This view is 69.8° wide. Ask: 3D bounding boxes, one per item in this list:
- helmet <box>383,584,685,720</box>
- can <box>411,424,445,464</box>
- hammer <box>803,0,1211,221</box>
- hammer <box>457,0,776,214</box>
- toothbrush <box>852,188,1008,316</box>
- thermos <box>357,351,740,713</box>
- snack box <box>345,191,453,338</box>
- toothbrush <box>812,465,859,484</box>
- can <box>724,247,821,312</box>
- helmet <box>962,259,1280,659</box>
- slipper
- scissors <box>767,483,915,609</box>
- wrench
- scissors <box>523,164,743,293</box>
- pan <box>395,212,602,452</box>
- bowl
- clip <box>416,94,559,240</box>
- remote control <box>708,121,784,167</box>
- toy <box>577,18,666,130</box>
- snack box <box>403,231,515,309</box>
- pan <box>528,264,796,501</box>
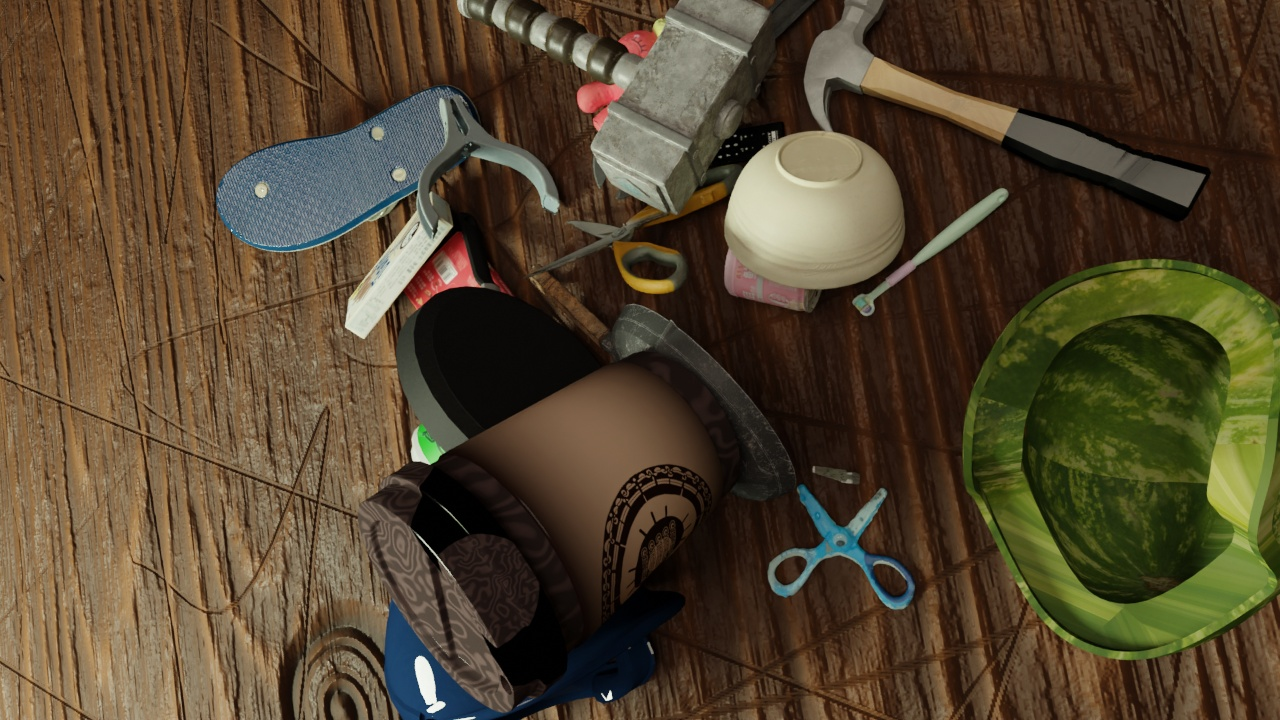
[{"bbox_3d":[-0.091,0.222,0.768,0.273,0.231,0.223,-15,93,42],"label":"helmet"},{"bbox_3d":[-0.147,0.062,0.881,0.140,0.087,0.088,-41,75,14],"label":"can"},{"bbox_3d":[0.291,-0.198,0.759,0.328,0.039,0.131,28,98,19],"label":"hammer"},{"bbox_3d":[-0.057,-0.275,0.805,0.326,0.079,0.177,31,87,16],"label":"hammer"},{"bbox_3d":[0.246,-0.093,0.781,0.155,0.015,0.022,-40,109,15],"label":"toothbrush"},{"bbox_3d":[-0.052,0.102,0.636,0.173,0.225,0.173,33,142,31],"label":"thermos"},{"bbox_3d":[-0.246,-0.098,0.932,0.026,0.082,0.150,35,103,-26],"label":"snack box"},{"bbox_3d":[0.151,0.089,0.719,0.010,0.181,0.010,-1,81,23],"label":"toothbrush"},{"bbox_3d":[0.119,-0.082,0.800,0.076,0.067,0.067,15,92,20],"label":"can"},{"bbox_3d":[0.341,0.063,0.621,0.213,0.247,0.242,10,49,37],"label":"helmet"},{"bbox_3d":[-0.301,-0.196,0.970,0.295,0.060,0.118,-23,85,5],"label":"slipper"},{"bbox_3d":[0.177,0.169,0.797,0.140,0.011,0.134,41,99,18],"label":"scissors"},{"bbox_3d":[0.062,-0.251,0.836,0.273,0.018,0.073,-44,108,5],"label":"wrench"},{"bbox_3d":[0.005,-0.117,0.818,0.229,0.016,0.225,-35,33,-15],"label":"scissors"},{"bbox_3d":[-0.121,-0.024,0.832,0.034,0.225,0.355,-46,47,29],"label":"pan"},{"bbox_3d":[0.144,-0.137,0.749,0.151,0.075,0.150,-3,49,3],"label":"bowl"},{"bbox_3d":[-0.161,-0.171,0.887,0.164,0.032,0.165,28,60,-1],"label":"clip"},{"bbox_3d":[0.065,-0.195,0.856,0.140,0.009,0.030,-6,85,20],"label":"remote control"},{"bbox_3d":[0.005,-0.266,0.863,0.135,0.045,0.091,-28,81,10],"label":"toy"},{"bbox_3d":[-0.174,-0.053,0.932,0.089,0.021,0.133,-42,75,14],"label":"snack box"},{"bbox_3d":[-0.005,0.004,0.800,0.040,0.208,0.357,-42,50,-13],"label":"pan"}]
